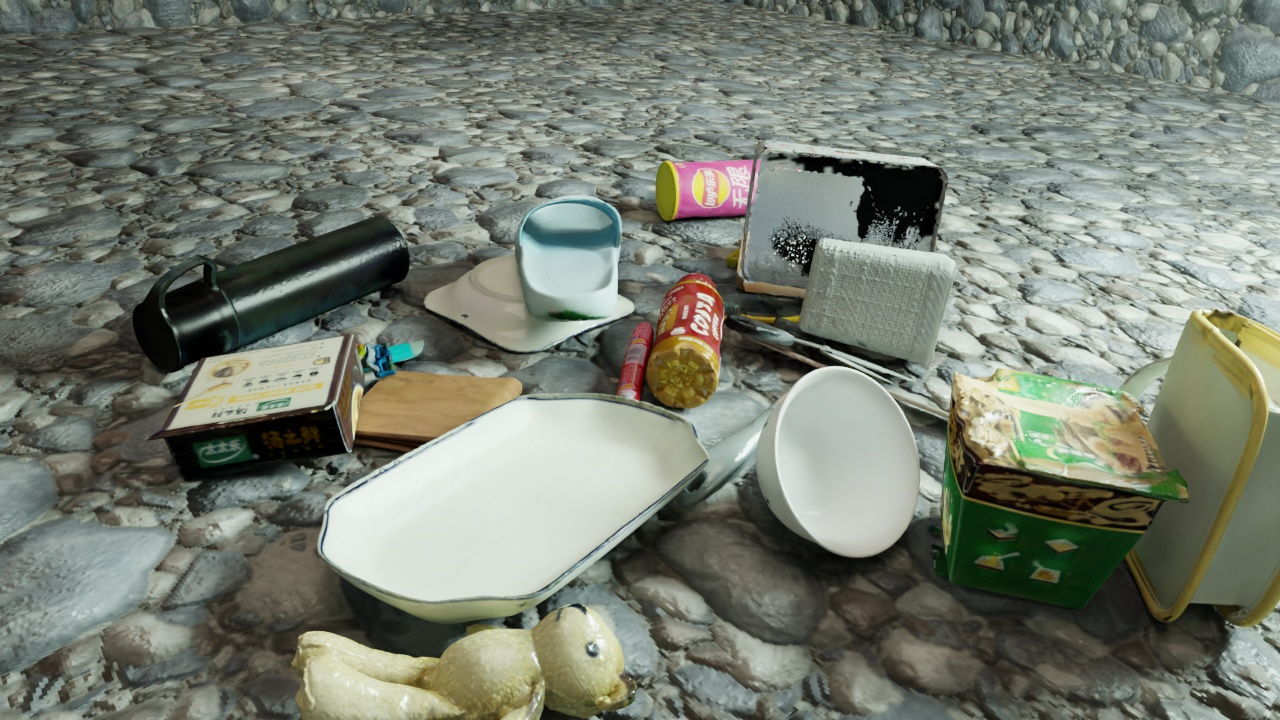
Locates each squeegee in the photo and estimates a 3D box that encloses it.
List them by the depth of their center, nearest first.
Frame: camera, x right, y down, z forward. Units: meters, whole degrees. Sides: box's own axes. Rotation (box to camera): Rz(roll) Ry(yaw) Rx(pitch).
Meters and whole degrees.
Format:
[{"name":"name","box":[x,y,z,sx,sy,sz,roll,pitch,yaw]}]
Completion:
[{"name":"squeegee","box":[0.109,0.043,0.681,0.248,0.040,0.248,24,35,34]}]

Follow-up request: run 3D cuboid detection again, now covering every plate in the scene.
[{"name":"plate","box":[-0.068,0.085,0.569,0.162,0.034,0.264,15,26,28]},{"name":"plate","box":[-0.104,-0.066,0.870,0.164,0.034,0.163,25,34,35]}]

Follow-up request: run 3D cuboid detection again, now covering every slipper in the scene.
[{"name":"slipper","box":[-0.065,-0.108,0.836,0.104,0.074,0.245,0,29,-5]}]

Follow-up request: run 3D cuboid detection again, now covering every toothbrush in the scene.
[{"name":"toothbrush","box":[0.161,-0.040,0.863,0.191,0.018,0.016,5,30,3]},{"name":"toothbrush","box":[0.146,-0.141,1.060,0.016,0.017,0.189,19,33,25]}]

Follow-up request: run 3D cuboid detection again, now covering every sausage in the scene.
[{"name":"sausage","box":[-0.005,0.004,0.762,0.020,0.020,0.155,6,28,4]}]

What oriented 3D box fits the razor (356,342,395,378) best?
[{"name":"razor","box":[-0.265,0.002,0.711,0.142,0.022,0.042,-8,35,-16]}]

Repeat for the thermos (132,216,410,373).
[{"name":"thermos","box":[-0.309,-0.070,0.797,0.068,0.090,0.241,33,37,17]}]

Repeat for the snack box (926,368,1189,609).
[{"name":"snack box","box":[0.238,0.080,0.553,0.117,0.106,0.118,10,30,9]}]

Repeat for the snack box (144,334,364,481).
[{"name":"snack box","box":[-0.257,0.032,0.632,0.113,0.053,0.125,-10,30,-5]}]

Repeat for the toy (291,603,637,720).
[{"name":"toy","box":[-0.082,0.146,0.433,0.157,0.066,0.105,3,10,-16]}]

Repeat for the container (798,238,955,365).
[{"name":"container","box":[0.202,-0.057,0.801,0.114,0.090,0.090,13,14,9]}]

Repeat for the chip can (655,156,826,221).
[{"name":"chip can","box":[0.129,-0.213,1.134,0.210,0.071,0.071,-6,29,-17]}]

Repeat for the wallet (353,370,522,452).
[{"name":"wallet","box":[-0.158,0.037,0.685,0.115,0.020,0.101,6,26,10]}]

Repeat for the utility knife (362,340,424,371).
[{"name":"utility knife","box":[-0.248,0.007,0.739,0.156,0.013,0.029,-14,31,-25]}]

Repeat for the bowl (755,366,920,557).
[{"name":"bowl","box":[0.113,0.068,0.589,0.118,0.118,0.065,-17,-4,-33]}]

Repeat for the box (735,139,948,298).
[{"name":"box","box":[0.195,-0.139,0.927,0.183,0.157,0.192,8,21,4]}]

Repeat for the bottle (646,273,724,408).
[{"name":"bottle","box":[0.042,-0.024,0.780,0.057,0.057,0.174,6,27,4]}]

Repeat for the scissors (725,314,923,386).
[{"name":"scissors","box":[0.151,-0.012,0.780,0.159,0.014,0.175,13,13,-2]}]

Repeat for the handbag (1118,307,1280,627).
[{"name":"handbag","box":[0.338,0.051,0.557,0.063,0.164,0.178,7,27,3]}]
